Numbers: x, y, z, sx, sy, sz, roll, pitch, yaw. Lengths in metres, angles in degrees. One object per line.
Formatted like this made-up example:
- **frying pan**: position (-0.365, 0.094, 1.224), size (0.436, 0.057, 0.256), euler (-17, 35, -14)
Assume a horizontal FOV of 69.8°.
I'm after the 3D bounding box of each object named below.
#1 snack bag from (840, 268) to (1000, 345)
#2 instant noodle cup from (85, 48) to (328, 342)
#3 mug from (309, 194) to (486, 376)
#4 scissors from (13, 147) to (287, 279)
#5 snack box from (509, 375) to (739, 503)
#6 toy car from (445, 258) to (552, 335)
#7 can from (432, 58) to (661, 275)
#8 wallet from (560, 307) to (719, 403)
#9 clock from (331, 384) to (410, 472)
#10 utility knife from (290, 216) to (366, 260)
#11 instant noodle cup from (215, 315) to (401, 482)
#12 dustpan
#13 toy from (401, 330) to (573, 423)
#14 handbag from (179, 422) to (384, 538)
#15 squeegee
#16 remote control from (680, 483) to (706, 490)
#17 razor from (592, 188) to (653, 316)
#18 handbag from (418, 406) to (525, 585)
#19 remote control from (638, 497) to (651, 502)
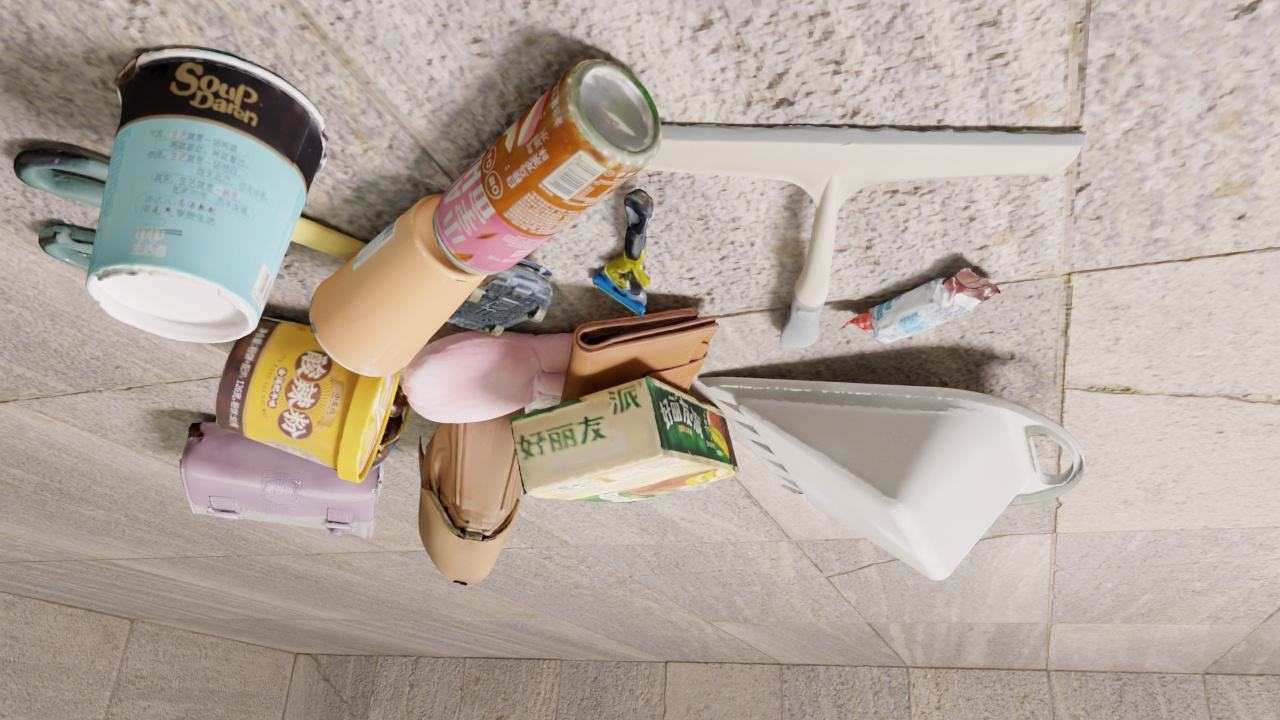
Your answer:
- **snack bag**: position (0.187, -0.034, 0.619), size (0.045, 0.026, 0.106), euler (22, 149, -33)
- **instant noodle cup**: position (-0.229, -0.078, 0.476), size (0.111, 0.120, 0.111), euler (3, 155, 1)
- **mug**: position (-0.148, -0.050, 0.581), size (0.078, 0.078, 0.123), euler (22, 141, -34)
- **scissors**: position (-0.320, -0.089, 0.590), size (0.174, 0.019, 0.177), euler (5, 155, 2)
- **snack box**: position (-0.002, 0.073, 0.750), size (0.115, 0.063, 0.240), euler (-17, 166, 16)
- **toy car**: position (-0.104, -0.044, 0.634), size (0.054, 0.036, 0.121), euler (17, 162, -28)
- **can**: position (-0.053, -0.096, 0.483), size (0.058, 0.057, 0.148), euler (21, 151, -32)
- **wallet**: position (-0.004, 0.004, 0.692), size (0.107, 0.031, 0.132), euler (-9, 158, -14)
- **clock**: position (-0.252, 0.057, 0.822), size (0.122, 0.081, 0.055), euler (-3, 149, 30)
- **utility knife**: position (-0.231, -0.086, 0.584), size (0.175, 0.019, 0.031), euler (26, 151, -37)
- **instant noodle cup**: position (-0.258, 0.024, 0.721), size (0.114, 0.118, 0.119), euler (17, 154, -8)
- **dustpan**: position (0.220, 0.073, 0.782), size (0.258, 0.142, 0.223), euler (35, 170, 41)
- **toy**: position (-0.110, 0.012, 0.737), size (0.159, 0.054, 0.121), euler (-7, 156, -4)
- **handbag**: position (-0.381, 0.129, 0.993), size (0.197, 0.098, 0.145), euler (9, 150, -12)
- **squeegee**: position (0.107, -0.053, 0.576), size (0.246, 0.039, 0.247), euler (2, 156, 4)
- **remote control**: position (0.032, 0.110, 0.967), size (0.056, 0.020, 0.136), euler (-2, 155, 16)
- **razor**: position (-0.005, -0.071, 0.569), size (0.042, 0.022, 0.143), euler (32, 161, 6)
- **handbag**: position (-0.163, 0.119, 0.864), size (0.099, 0.147, 0.205), euler (7, 151, -11)
- **remote control**: position (-0.044, 0.133, 1.029), size (0.135, 0.019, 0.056), euler (16, 153, -23)
